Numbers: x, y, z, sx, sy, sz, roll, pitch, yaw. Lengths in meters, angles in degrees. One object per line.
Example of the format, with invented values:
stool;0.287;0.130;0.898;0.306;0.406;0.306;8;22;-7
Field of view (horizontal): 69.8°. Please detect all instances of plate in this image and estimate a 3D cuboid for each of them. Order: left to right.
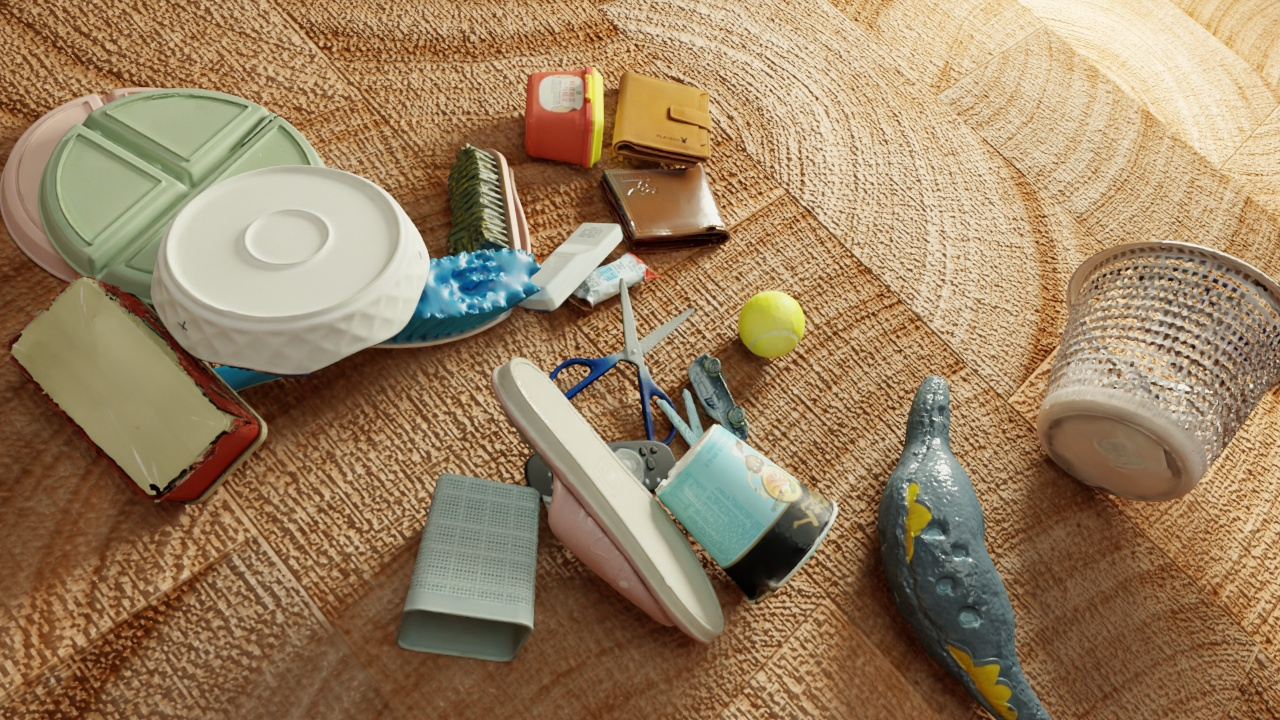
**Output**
plate;-0.427;-0.155;0.801;0.229;0.028;0.229;9;58;-14
plate;-0.380;-0.147;0.778;0.230;0.028;0.229;8;59;-14
plate;-0.267;-0.080;0.705;0.205;0.046;0.204;4;49;-5

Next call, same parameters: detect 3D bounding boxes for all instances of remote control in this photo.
remote control;-0.069;-0.092;0.877;0.049;0.024;0.124;9;44;35
remote control;-0.034;0.097;0.785;0.136;0.024;0.053;-3;62;-22

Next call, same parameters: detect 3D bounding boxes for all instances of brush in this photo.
brush;-0.232;-0.025;0.759;0.313;0.110;0.060;-17;74;-36
brush;-0.143;-0.143;0.877;0.073;0.063;0.145;21;46;-43

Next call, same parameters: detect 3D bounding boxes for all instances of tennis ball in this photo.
tennis ball;0.128;-0.035;0.898;0.065;0.066;0.065;9;57;-14

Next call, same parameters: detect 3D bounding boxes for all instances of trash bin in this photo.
trash bin;0.509;0.025;0.922;0.227;0.228;0.191;37;67;5

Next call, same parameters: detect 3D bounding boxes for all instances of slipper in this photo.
slipper;-0.030;0.116;0.708;0.274;0.054;0.114;52;13;-10

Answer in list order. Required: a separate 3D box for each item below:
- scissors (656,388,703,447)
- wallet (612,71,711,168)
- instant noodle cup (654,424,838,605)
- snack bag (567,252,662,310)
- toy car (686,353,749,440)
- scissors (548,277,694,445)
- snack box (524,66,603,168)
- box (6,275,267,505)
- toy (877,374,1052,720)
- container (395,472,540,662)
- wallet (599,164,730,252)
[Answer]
scissors;0.050;0.090;0.818;0.093;0.017;0.137;-38;85;-27
wallet;0.025;-0.266;1.015;0.108;0.031;0.131;10;49;-7
instant noodle cup;0.080;0.119;0.751;0.120;0.111;0.111;42;55;2
snack bag;-0.029;-0.077;0.892;0.104;0.026;0.048;-32;55;-31
toy car;0.073;0.036;0.851;0.034;0.043;0.090;-25;65;-2
scissors;-0.009;0.005;0.845;0.175;0.012;0.162;-26;77;-22
snack box;-0.080;-0.256;0.955;0.080;0.082;0.091;2;58;-7
box;-0.366;0.020;0.666;0.168;0.077;0.091;42;83;8
toy;0.274;0.169;0.810;0.137;0.092;0.355;10;58;-28
container;-0.125;0.152;0.682;0.090;0.090;0.111;11;54;-13
wallet;0.027;-0.163;0.964;0.124;0.032;0.101;-8;60;-26
